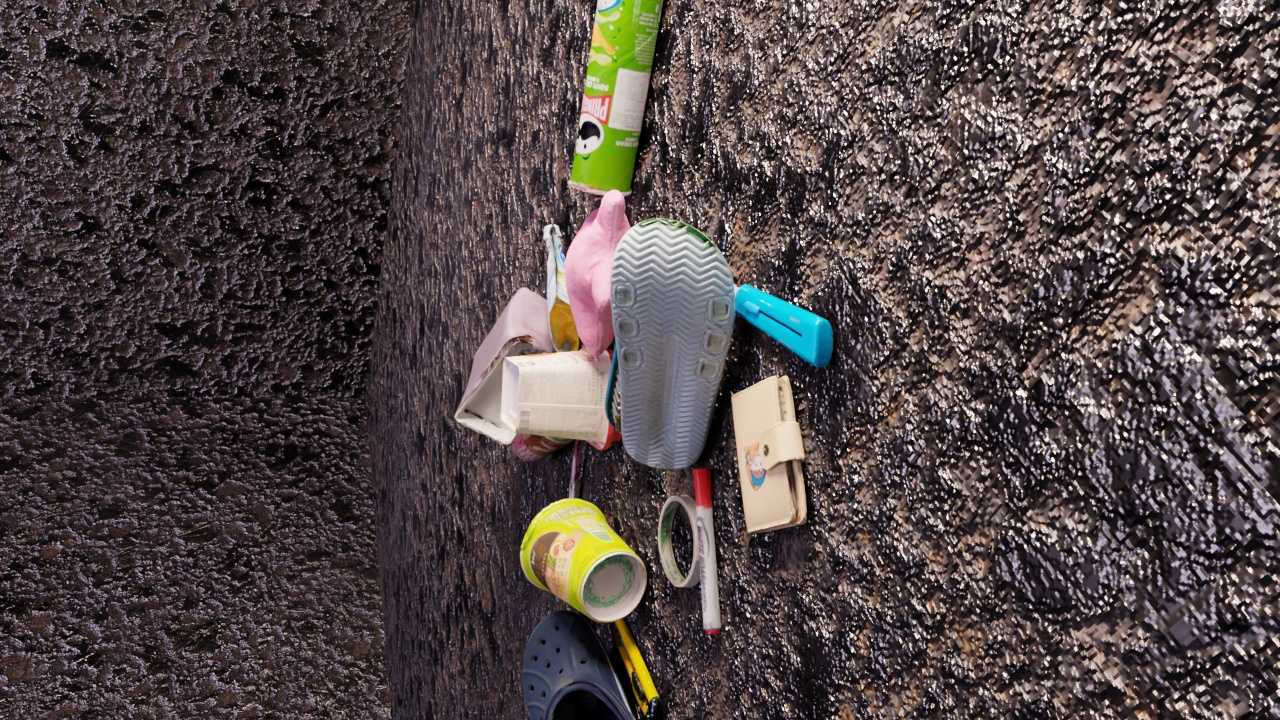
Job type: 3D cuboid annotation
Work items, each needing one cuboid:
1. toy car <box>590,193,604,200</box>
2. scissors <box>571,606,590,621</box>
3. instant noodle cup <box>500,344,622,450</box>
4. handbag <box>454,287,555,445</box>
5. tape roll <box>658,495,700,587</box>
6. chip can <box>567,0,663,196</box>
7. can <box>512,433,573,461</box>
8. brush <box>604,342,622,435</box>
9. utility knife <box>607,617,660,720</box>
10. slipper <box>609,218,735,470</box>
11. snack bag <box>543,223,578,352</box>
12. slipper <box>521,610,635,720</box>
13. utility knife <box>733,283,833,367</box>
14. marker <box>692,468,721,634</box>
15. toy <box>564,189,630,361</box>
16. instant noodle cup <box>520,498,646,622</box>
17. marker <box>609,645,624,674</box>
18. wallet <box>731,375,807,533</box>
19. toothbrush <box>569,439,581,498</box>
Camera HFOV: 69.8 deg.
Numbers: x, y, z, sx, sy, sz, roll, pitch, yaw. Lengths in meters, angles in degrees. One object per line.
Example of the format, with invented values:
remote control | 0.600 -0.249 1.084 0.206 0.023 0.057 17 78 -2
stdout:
toy car | -0.047 -0.248 1.080 0.056 0.037 0.123 -113 20 -50
scissors | -0.072 0.337 1.133 0.152 0.021 0.235 -132 44 -68
instant noodle cup | -0.090 0.039 1.050 0.116 0.124 0.117 -157 71 -66
handbag | -0.164 0.004 1.207 0.145 0.098 0.196 -61 13 18
tape roll | 0.040 0.172 0.872 0.086 0.014 0.086 -179 90 -67
chip can | -0.024 -0.298 0.980 0.072 0.072 0.236 -130 47 -58
can | -0.127 0.096 1.222 0.148 0.057 0.058 144 124 -63
brush | -0.006 0.005 0.936 0.073 0.055 0.144 -129 45 -56
utility knife | -0.010 0.323 0.979 0.156 0.015 0.033 -126 45 -56
slipper | 0.028 -0.011 0.807 0.074 0.104 0.246 -75 -11 -57
snack bag | -0.102 -0.091 1.164 0.190 0.039 0.110 -102 -3 -54
slipper | -0.063 0.370 0.945 0.252 0.105 0.095 55 177 40
utility knife | 0.094 -0.043 0.751 0.225 0.018 0.034 -139 53 -63
marker | 0.060 0.169 0.820 0.017 0.017 0.145 152 117 -65
toy | -0.047 -0.088 1.013 0.195 0.074 0.178 176 99 -79
instant noodle cup | -0.056 0.221 0.994 0.123 0.111 0.112 21 108 58
marker | -0.040 0.373 1.050 0.022 0.018 0.131 55 139 41
wallet | 0.100 0.074 0.719 0.087 0.024 0.115 145 124 -62
toothbrush | -0.078 0.142 1.161 0.016 0.017 0.188 -142 54 -60
